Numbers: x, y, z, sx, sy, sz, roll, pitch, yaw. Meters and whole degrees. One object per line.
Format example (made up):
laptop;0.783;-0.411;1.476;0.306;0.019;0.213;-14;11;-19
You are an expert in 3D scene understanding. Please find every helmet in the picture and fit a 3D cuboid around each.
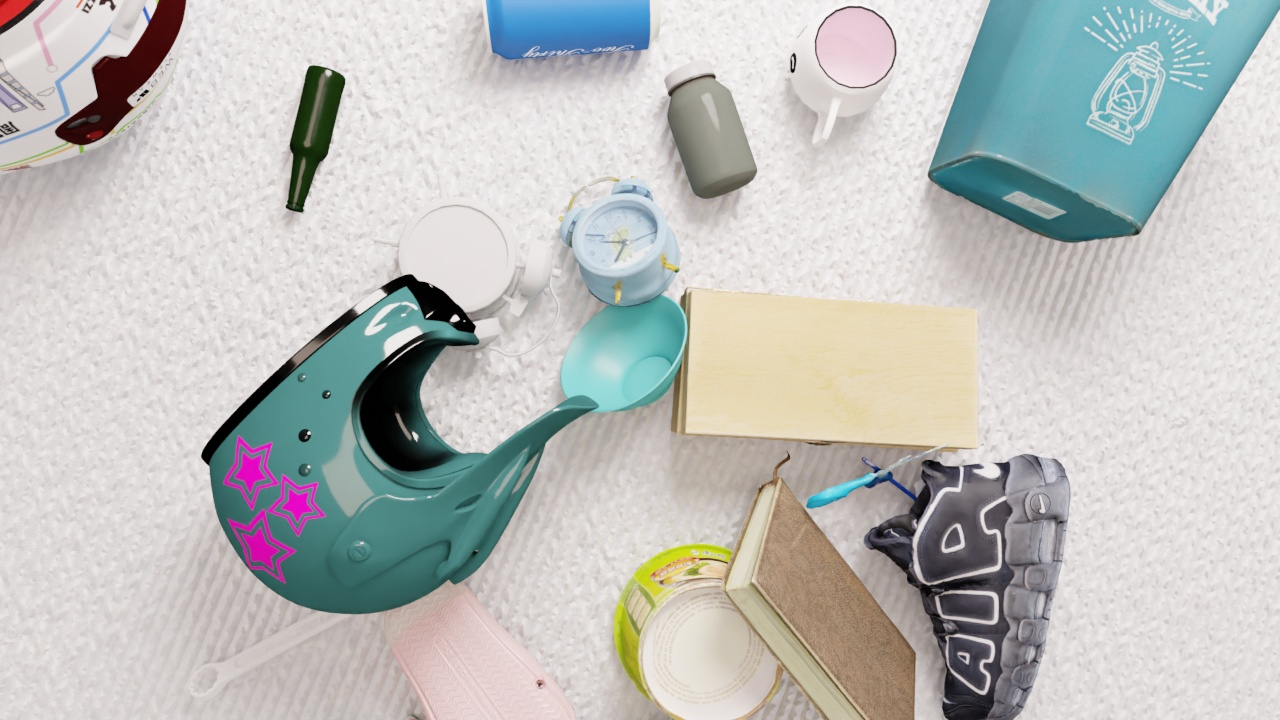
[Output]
helmet;-0.181;0.076;0.704;0.275;0.176;0.200;-43;90;4
helmet;-0.460;-0.264;0.668;0.314;0.236;0.231;-25;86;3

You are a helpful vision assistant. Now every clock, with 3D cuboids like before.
clock;-0.139;-0.072;0.780;0.159;0.061;0.120;44;85;-7
clock;-0.019;-0.106;0.782;0.089;0.052;0.124;-28;63;1

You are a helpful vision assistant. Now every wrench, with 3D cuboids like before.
wrench;-0.253;0.210;0.771;0.273;0.009;0.047;-28;46;-3

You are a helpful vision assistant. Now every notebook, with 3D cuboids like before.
notebook;0.157;0.202;0.758;0.035;0.189;0.215;-33;102;29

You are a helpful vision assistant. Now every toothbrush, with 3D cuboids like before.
toothbrush;0.273;0.146;0.826;0.187;0.016;0.011;36;88;-1

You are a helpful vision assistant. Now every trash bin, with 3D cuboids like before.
trash bin;0.369;-0.230;0.765;0.196;0.199;0.218;24;93;-3

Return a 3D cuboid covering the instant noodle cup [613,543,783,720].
instant noodle cup;0.053;0.231;0.762;0.146;0.098;0.146;0;88;-5

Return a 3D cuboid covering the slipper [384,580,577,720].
slipper;-0.131;0.276;0.768;0.106;0.056;0.221;-37;81;-6

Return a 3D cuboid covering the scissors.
scissors;0.200;0.095;0.770;0.128;0.127;0.014;-30;72;20

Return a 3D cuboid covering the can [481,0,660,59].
can;-0.059;-0.301;0.781;0.146;0.079;0.079;-6;88;-5

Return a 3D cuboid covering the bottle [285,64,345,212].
bottle;-0.281;-0.187;0.783;0.033;0.033;0.123;13;88;-4

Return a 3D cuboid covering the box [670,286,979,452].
box;0.157;0.010;0.786;0.249;0.092;0.128;5;91;-5

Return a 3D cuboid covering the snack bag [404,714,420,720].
snack bag;-0.175;0.339;0.732;0.036;0.116;0.077;-41;94;-6

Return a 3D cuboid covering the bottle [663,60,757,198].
bottle;0.058;-0.200;0.796;0.060;0.060;0.108;-19;90;-5

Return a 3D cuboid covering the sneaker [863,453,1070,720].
sneaker;0.262;0.193;0.783;0.151;0.097;0.252;11;97;11

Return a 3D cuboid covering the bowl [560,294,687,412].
bowl;-0.005;0.004;0.779;0.121;0.121;0.046;-45;132;-5

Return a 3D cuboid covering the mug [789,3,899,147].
mug;0.171;-0.243;0.798;0.090;0.076;0.124;17;87;-4
